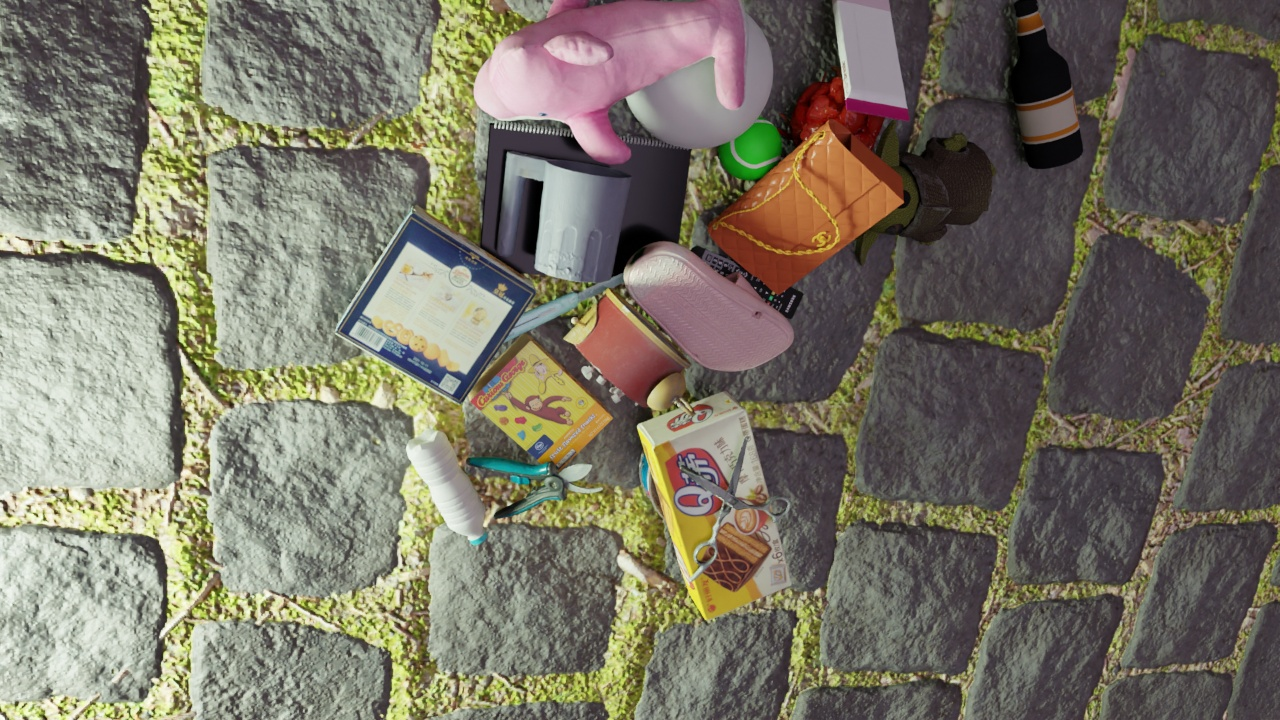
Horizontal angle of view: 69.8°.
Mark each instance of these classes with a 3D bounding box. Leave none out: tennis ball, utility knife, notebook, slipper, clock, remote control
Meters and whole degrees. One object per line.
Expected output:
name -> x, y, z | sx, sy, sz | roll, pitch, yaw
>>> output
tennis ball -> 0.113, -0.218, 0.942 | 0.065, 0.065, 0.065 | -4, 108, -14
utility knife -> -0.085, -0.057, 0.961 | 0.165, 0.015, 0.022 | -25, 108, -4
notebook -> -0.056, -0.159, 0.942 | 0.206, 0.016, 0.149 | 3, 107, -16
slipper -> 0.071, -0.055, 0.979 | 0.107, 0.055, 0.221 | -37, 128, 28
clock -> -0.006, 0.005, 0.947 | 0.159, 0.117, 0.081 | 43, 95, -3
remote control -> 0.116, -0.085, 1.012 | 0.146, 0.015, 0.033 | 21, 100, -20

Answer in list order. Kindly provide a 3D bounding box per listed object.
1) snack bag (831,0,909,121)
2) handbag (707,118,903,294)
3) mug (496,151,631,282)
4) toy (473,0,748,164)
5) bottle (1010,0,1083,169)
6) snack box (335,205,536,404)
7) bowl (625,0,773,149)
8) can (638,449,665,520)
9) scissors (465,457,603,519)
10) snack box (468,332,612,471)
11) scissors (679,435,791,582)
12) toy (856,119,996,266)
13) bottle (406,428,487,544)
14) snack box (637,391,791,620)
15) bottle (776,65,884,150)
snack bag -> 0.223, -0.324, 0.910 | 0.070, 0.016, 0.196 | 4, 68, -16
handbag -> 0.164, -0.151, 0.934 | 0.109, 0.060, 0.172 | 36, 132, -20
mug -> -0.078, -0.141, 0.897 | 0.124, 0.083, 0.104 | 12, 108, 6
toy -> -0.035, -0.277, 0.826 | 0.266, 0.127, 0.186 | -13, 89, 10
bottle -> 0.440, -0.306, 1.010 | 0.059, 0.059, 0.182 | -25, 111, -7
snack box -> -0.201, -0.053, 0.910 | 0.144, 0.042, 0.145 | 33, 99, -17
bowl -> 0.056, -0.284, 0.890 | 0.149, 0.043, 0.149 | 0, 93, 3
can -> 0.066, 0.126, 1.048 | 0.130, 0.044, 0.130 | -4, 108, -14
scissors -> -0.118, 0.136, 0.984 | 0.155, 0.019, 0.125 | 20, 125, 2
snack box -> -0.107, 0.046, 0.977 | 0.088, 0.040, 0.126 | -45, 113, 1
scissors -> 0.091, 0.159, 0.964 | 0.141, 0.014, 0.175 | 13, 105, -22
toy -> 0.307, -0.181, 0.991 | 0.152, 0.078, 0.180 | -13, 136, -14
bottle -> -0.201, 0.138, 0.977 | 0.044, 0.044, 0.136 | -26, 112, -7
snack box -> 0.082, 0.160, 1.004 | 0.110, 0.061, 0.230 | -20, 111, -9
bottle -> 0.196, -0.244, 0.946 | 0.099, 0.098, 0.111 | -1, 127, -15
